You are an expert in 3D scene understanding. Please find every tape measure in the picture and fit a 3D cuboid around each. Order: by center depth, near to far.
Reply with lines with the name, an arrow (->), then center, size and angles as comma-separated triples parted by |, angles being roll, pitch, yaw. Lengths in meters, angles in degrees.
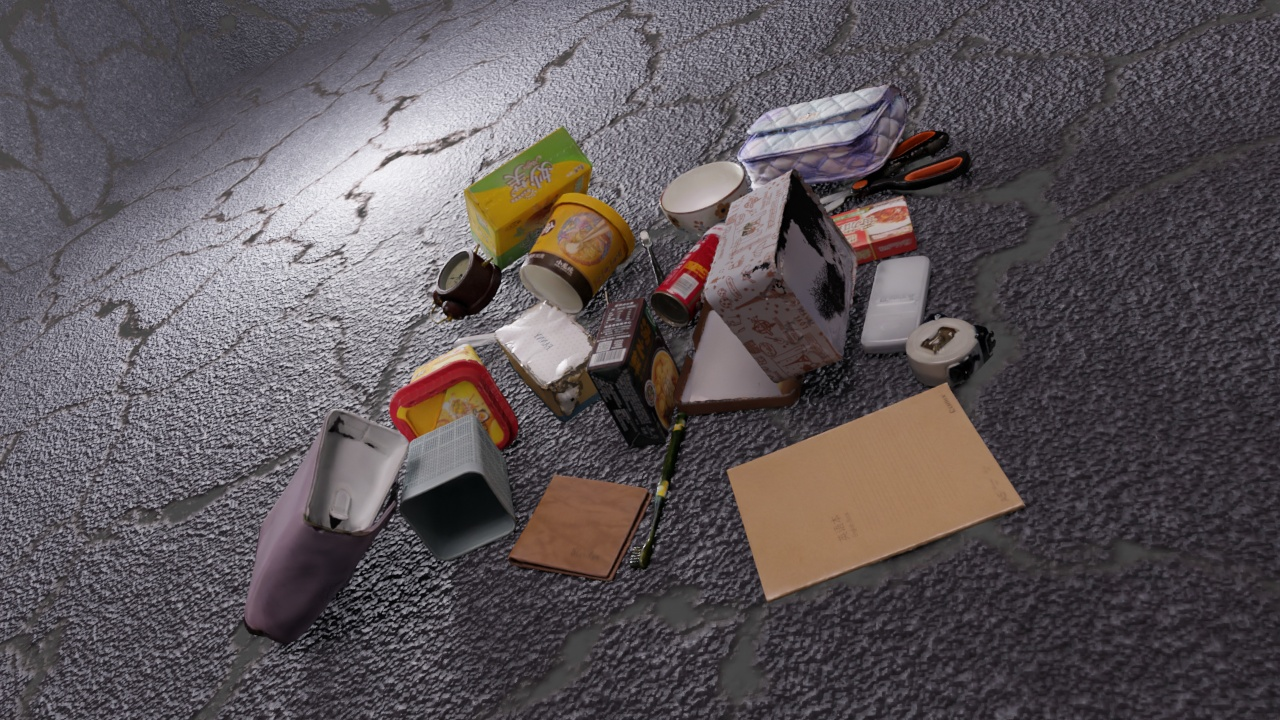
tape measure -> 0.276, -0.008, 0.833 | 0.065, 0.033, 0.066 | -42, 36, -20

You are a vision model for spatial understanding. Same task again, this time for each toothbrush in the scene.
toothbrush -> 0.019, 0.118, 0.864 | 0.017, 0.012, 0.185 | -15, 37, 30
toothbrush -> 0.020, -0.116, 1.154 | 0.016, 0.018, 0.180 | -21, 37, 4
toothbrush -> -0.162, -0.037, 1.176 | 0.180, 0.016, 0.016 | -11, 30, 22

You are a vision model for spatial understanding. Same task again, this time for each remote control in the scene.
remote control -> 0.257, -0.056, 0.917 | 0.056, 0.020, 0.135 | -4, 41, 28

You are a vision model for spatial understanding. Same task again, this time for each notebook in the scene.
notebook -> 0.187, 0.107, 0.769 | 0.211, 0.012, 0.149 | -23, 37, 8

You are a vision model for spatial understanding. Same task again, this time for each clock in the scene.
clock -> -0.245, -0.099, 1.264 | 0.122, 0.055, 0.082 | -50, 40, 2

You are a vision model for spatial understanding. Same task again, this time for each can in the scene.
can -> 0.070, -0.101, 1.068 | 0.053, 0.053, 0.132 | 11, 51, 42

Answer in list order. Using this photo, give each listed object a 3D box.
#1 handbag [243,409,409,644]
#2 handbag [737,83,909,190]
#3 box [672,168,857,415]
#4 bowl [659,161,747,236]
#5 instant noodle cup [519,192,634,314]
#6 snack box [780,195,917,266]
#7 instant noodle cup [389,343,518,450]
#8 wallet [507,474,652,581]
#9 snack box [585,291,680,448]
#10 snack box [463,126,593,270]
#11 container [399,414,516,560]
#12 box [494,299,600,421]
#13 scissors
handbag -> -0.307, 0.165, 0.886 | 0.198, 0.098, 0.144 | -50, 22, 33
handbag -> 0.227, -0.284, 1.160 | 0.194, 0.075, 0.133 | 0, 41, 41
box -> 0.105, -0.057, 0.926 | 0.194, 0.156, 0.182 | -22, 31, 33
bowl -> 0.087, -0.197, 1.170 | 0.113, 0.062, 0.113 | -17, 37, 13
instant noodle cup -> -0.085, -0.130, 1.162 | 0.119, 0.118, 0.114 | 9, 58, 40
snack box -> 0.227, -0.135, 1.030 | 0.153, 0.025, 0.075 | -14, 37, 19
instant noodle cup -> -0.207, 0.047, 1.028 | 0.116, 0.116, 0.123 | -27, 23, 2
wallet -> -0.056, 0.156, 0.863 | 0.115, 0.020, 0.101 | 1, 46, 31
snack box -> -0.006, 0.005, 0.933 | 0.053, 0.113, 0.125 | -9, 40, 23
snack box -> -0.151, -0.213, 1.248 | 0.157, 0.070, 0.210 | -36, -4, -11
container -> -0.184, 0.123, 0.929 | 0.090, 0.090, 0.111 | -24, 33, 4
box -> -0.103, -0.006, 1.064 | 0.089, 0.060, 0.184 | -34, 34, -9
scissors -> 0.286, -0.216, 1.102 | 0.222, 0.022, 0.210 | -2, 39, 40
